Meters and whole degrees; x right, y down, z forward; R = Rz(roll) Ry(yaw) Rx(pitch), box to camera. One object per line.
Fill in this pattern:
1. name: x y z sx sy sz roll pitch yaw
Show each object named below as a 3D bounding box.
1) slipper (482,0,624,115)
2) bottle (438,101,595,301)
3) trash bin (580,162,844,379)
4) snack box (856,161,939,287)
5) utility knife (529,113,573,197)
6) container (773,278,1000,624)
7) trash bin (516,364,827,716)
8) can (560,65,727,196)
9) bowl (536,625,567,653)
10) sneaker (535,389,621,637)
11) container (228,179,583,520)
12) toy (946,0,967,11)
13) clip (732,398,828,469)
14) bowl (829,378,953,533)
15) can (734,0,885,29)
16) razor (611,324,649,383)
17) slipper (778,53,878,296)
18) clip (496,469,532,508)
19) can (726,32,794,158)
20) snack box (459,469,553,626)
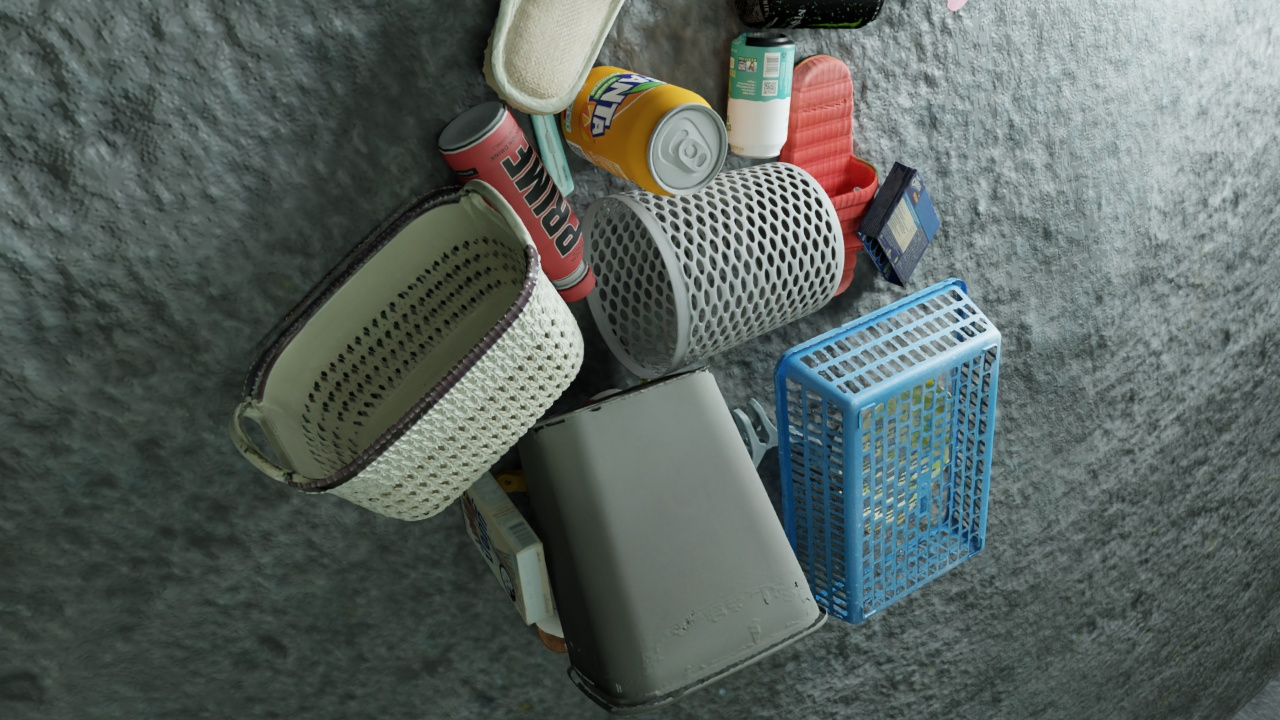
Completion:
1. slipper: -0.036 -0.312 0.675 0.114 0.054 0.273 16 99 -40
2. bottle: -0.091 -0.119 0.743 0.062 0.062 0.177 -40 129 -9
3. trash bin: 0.064 -0.086 0.803 0.183 0.156 0.157 -20 123 -26
4. snack box: 0.269 -0.138 0.949 0.082 0.027 0.150 -61 151 -1
5. utility knife: -0.081 -0.200 0.741 0.022 0.015 0.147 -22 121 -13
6. container: 0.284 0.119 1.011 0.256 0.089 0.363 -23 124 -20
7. trash bin: 0.007 0.135 0.765 0.197 0.198 0.220 -19 91 -20
8. can: 0.000 -0.180 0.717 0.079 0.142 0.079 -15 121 -26
9. bowl: -0.069 0.257 0.977 0.101 0.026 0.114 -16 121 -24
10. sneaker: -0.047 0.147 0.905 0.090 0.104 0.236 11 85 2
11. container: -0.163 0.001 0.691 0.251 0.185 0.143 -45 138 -3
12. toy: 0.304 -0.414 0.825 0.237 0.088 0.190 -29 127 -24
13. clip: 0.128 0.130 1.036 0.172 0.031 0.164 34 92 -39
14. bowl: 0.293 0.102 1.104 0.188 0.060 0.220 -13 121 -27
15. can: 0.147 -0.316 0.796 0.137 0.054 0.054 -10 119 -28
16. razor: -0.005 0.005 0.890 0.042 0.026 0.106 -38 124 -7
17. slipper: 0.185 -0.168 0.896 0.103 0.059 0.249 -23 123 -22
18. clip: -0.111 0.114 0.880 0.048 0.046 0.054 -37 138 -54
19. can: 0.105 -0.234 0.812 0.054 0.055 0.102 -14 121 -26
20. snack box: -0.123 0.155 0.809 0.026 0.150 0.082 -19 124 -23
